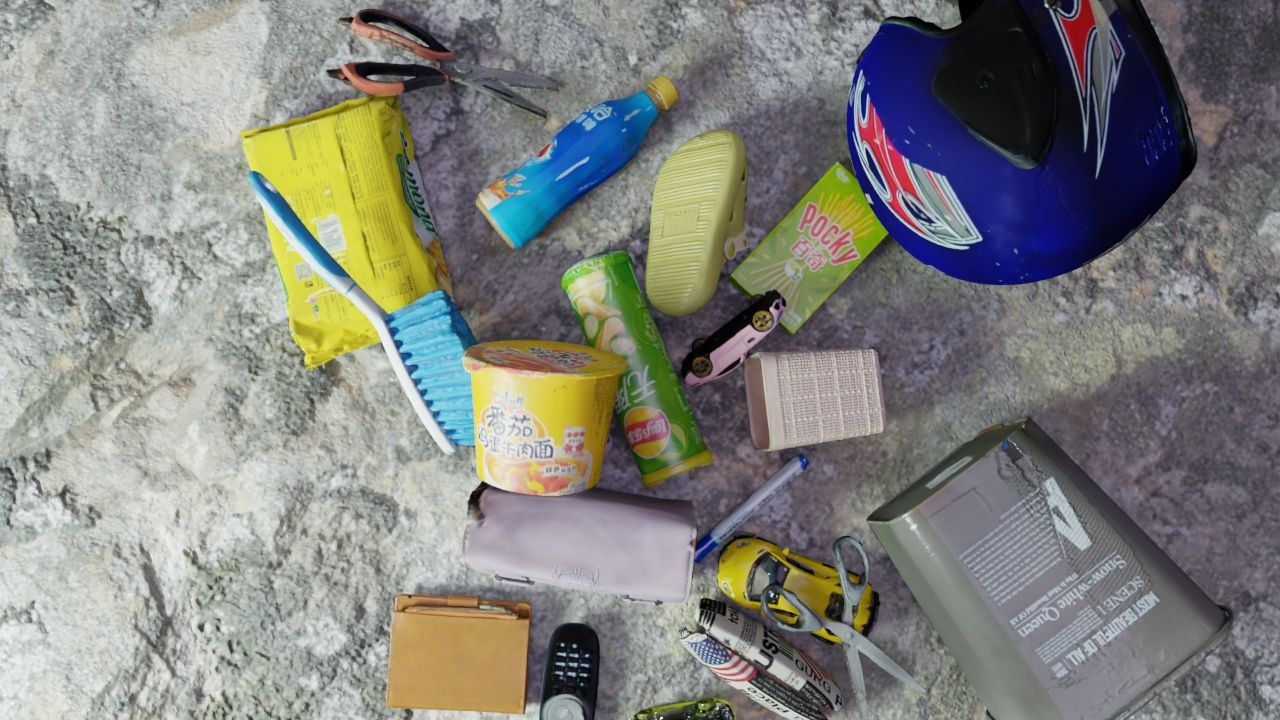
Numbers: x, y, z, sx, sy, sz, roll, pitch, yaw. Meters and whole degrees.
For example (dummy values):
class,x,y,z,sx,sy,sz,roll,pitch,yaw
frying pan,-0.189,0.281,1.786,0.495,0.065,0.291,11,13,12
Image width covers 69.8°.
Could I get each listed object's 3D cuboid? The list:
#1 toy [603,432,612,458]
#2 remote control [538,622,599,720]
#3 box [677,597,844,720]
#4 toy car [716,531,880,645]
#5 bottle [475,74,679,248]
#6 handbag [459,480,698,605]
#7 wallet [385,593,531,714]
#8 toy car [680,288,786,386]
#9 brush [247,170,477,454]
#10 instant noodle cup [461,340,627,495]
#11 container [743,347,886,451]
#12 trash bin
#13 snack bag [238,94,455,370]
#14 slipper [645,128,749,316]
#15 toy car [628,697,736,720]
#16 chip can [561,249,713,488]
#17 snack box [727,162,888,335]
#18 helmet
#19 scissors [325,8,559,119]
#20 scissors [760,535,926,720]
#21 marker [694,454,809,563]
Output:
class,x,y,z,sx,sy,sz,roll,pitch,yaw
toy,-0.062,0.052,0.876,0.083,0.039,0.108,-15,85,-22
remote control,-0.067,0.314,0.865,0.053,0.024,0.136,7,87,-2
box,0.105,0.292,0.849,0.163,0.075,0.081,35,95,-1
toy car,0.146,0.217,0.866,0.156,0.041,0.071,22,86,2
bottle,-0.055,-0.195,0.879,0.218,0.065,0.065,-38,87,-3
handbag,-0.051,0.158,0.816,0.197,0.145,0.098,9,83,1
wallet,-0.170,0.276,0.864,0.132,0.031,0.108,3,89,-1
toy car,0.089,-0.018,0.863,0.122,0.056,0.037,-39,108,17
brush,-0.222,-0.042,0.820,0.109,0.060,0.315,-20,114,7
instant noodle cup,-0.085,0.048,0.793,0.138,0.138,0.110,6,102,0
container,0.162,0.033,0.856,0.111,0.090,0.090,-6,86,-4
trash bin,0.334,0.184,0.801,0.199,0.199,0.219,-36,82,-3
snack bag,-0.279,-0.127,0.872,0.158,0.068,0.246,-16,88,-1
slipper,0.059,-0.125,0.874,0.092,0.081,0.190,2,71,35
toy car,0.039,0.345,0.862,0.105,0.032,0.048,-14,87,10
chip can,-0.005,0.005,0.863,0.072,0.072,0.221,-22,86,-2
snack box,0.169,-0.109,0.895,0.086,0.026,0.156,44,86,1
helmet,0.300,-0.217,0.801,0.241,0.247,0.315,-24,78,15
scissors,-0.196,-0.282,0.887,0.221,0.015,0.189,-21,63,-30
scissors,0.189,0.245,0.837,0.181,0.014,0.159,23,80,-4
marker,0.104,0.142,0.882,0.145,0.017,0.017,-41,87,-3
